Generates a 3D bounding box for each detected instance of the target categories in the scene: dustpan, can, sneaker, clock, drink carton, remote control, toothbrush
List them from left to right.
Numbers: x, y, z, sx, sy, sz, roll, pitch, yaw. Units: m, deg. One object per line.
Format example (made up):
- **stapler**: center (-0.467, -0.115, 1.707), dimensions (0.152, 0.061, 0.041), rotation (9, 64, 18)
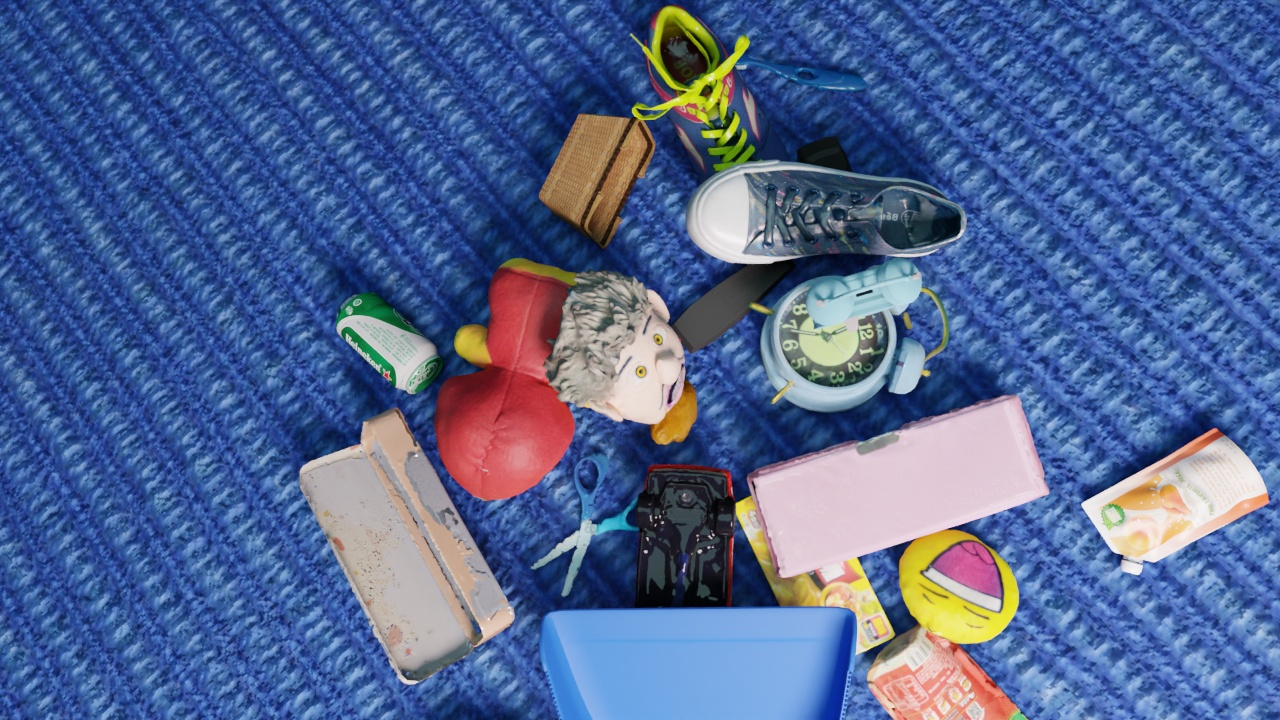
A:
- **can**: center (-0.232, -0.018, 0.844), dimensions (0.101, 0.053, 0.053), rotation (40, 88, 13)
- **dustpan**: center (0.052, 0.325, 0.726), dimensions (0.246, 0.059, 0.258), rotation (-3, 105, 10)
- **sneaker**: center (0.065, -0.203, 0.812), dimensions (0.116, 0.091, 0.241), rotation (-26, 78, 0)
- **remote control**: center (0.084, -0.057, 0.825), dimensions (0.125, 0.010, 0.039), rotation (-39, 77, 0)
- **toothbrush**: center (0.144, -0.267, 0.851), dimensions (0.132, 0.016, 0.021), rotation (14, 83, 8)
- **sneaker**: center (0.157, -0.123, 0.758), dimensions (0.235, 0.079, 0.087), rotation (0, 96, -9)
- **clock**: center (0.178, -0.020, 0.781), dimensions (0.162, 0.060, 0.118), rotation (-14, 77, 2)
- **clock**: center (0.167, -0.047, 0.693), dimensions (0.087, 0.123, 0.042), rotation (-16, 87, 1)
- **drink carton**: center (0.427, 0.115, 0.736), dimensions (0.122, 0.039, 0.069), rotation (-32, 77, 8)

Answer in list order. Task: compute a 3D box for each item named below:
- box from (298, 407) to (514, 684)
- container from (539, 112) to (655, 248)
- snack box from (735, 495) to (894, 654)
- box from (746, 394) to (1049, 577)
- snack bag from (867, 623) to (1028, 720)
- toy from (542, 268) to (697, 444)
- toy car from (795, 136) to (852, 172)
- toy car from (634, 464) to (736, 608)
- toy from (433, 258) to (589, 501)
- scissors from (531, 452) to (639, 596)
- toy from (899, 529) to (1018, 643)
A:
- **box**: center (-0.194, 0.152, 0.790), dimensions (0.108, 0.094, 0.216), rotation (-41, 75, 36)
- **container**: center (-0.041, -0.170, 0.840), dimensions (0.061, 0.063, 0.114), rotation (24, 84, 19)
- **snack box**: center (0.143, 0.174, 0.769), dimensions (0.075, 0.025, 0.152), rotation (-26, 78, 3)
- **box**: center (0.208, 0.103, 0.752), dimensions (0.233, 0.046, 0.098), rotation (-18, 88, -4)
- **snack bag**: center (0.255, 0.288, 0.729), dimensions (0.087, 0.044, 0.155), rotation (-39, 82, -7)
- **toy**: center (-0.005, 0.004, 0.761), dimensions (0.076, 0.176, 0.132), rotation (0, 53, 51)
- **toy car**: center (0.171, -0.156, 0.816), dimensions (0.042, 0.036, 0.091), rotation (-19, 78, 5)
- **toy car**: center (0.036, 0.182, 0.765), dimensions (0.081, 0.056, 0.189), rotation (3, 88, 7)
- **toy**: center (-0.107, 0.016, 0.801), dimensions (0.148, 0.099, 0.216), rotation (14, 78, 18)
- **scissors**: center (-0.053, 0.141, 0.813), dimensions (0.133, 0.015, 0.103), rotation (-37, 81, 5)
- **toy**: center (0.255, 0.181, 0.737), dimensions (0.095, 0.041, 0.094), rotation (27, 61, 12)
